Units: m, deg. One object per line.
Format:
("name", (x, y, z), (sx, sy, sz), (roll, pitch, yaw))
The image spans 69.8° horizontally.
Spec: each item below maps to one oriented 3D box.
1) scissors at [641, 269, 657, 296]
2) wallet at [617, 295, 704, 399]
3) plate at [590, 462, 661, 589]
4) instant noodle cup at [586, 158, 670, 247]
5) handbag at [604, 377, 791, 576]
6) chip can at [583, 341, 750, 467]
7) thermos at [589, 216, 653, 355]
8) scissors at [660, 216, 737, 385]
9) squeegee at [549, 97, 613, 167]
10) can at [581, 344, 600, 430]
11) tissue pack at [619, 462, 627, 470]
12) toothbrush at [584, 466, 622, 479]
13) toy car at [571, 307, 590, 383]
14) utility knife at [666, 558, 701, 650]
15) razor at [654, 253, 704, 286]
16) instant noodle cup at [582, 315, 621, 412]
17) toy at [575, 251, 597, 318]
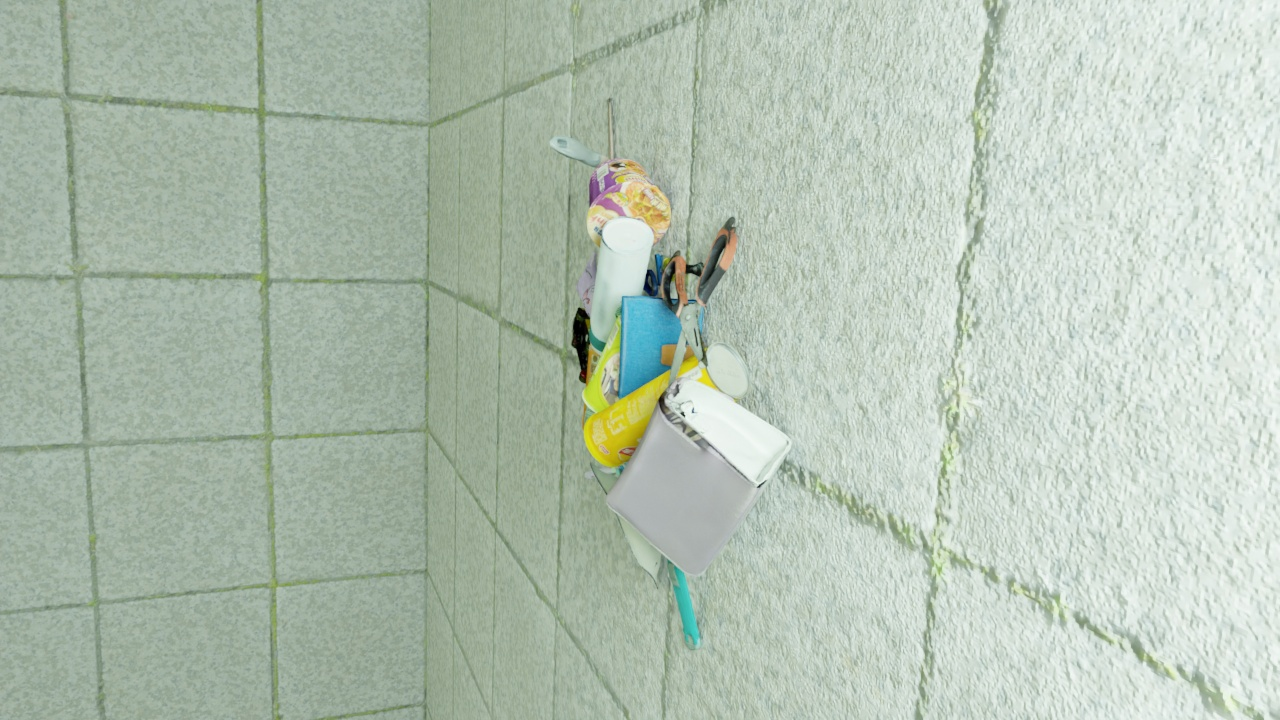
("scissors", (-0.001, -0.100, 1.283), (0.173, 0.012, 0.162), (-129, 37, -68))
("wallet", (0.025, -0.012, 1.133), (0.040, 0.106, 0.133), (-48, -38, -72))
("plate", (-0.010, 0.217, 1.239), (0.163, 0.034, 0.164), (61, 177, 31))
("instant noodle cup", (-0.022, -0.212, 1.232), (0.099, 0.111, 0.112), (-104, 23, -51))
("handbag", (0.058, 0.124, 0.999), (0.145, 0.098, 0.198), (33, 135, 9))
("chip can", (0.026, 0.054, 1.062), (0.214, 0.072, 0.072), (-33, 58, 39))
("thermos", (-0.029, -0.087, 1.235), (0.225, 0.073, 0.073), (102, 156, -51))
("scissors", (0.058, -0.066, 1.038), (0.227, 0.015, 0.189), (-64, 26, -4))
("squeegee", (-0.067, -0.280, 1.292), (0.249, 0.040, 0.247), (0, -91, -73))
("can", (-0.053, 0.040, 1.373), (0.058, 0.058, 0.146), (-138, 50, -61))
("tissue pack", (-0.005, 0.111, 1.265), (0.157, 0.052, 0.095), (-124, 39, -53))
("toothbrush", (-0.056, 0.178, 1.441), (0.021, 0.029, 0.189), (-55, 11, -19))
("toy car", (-0.081, -0.025, 1.458), (0.155, 0.041, 0.071), (-111, 29, -48))
("utility knife", (0.044, 0.266, 1.125), (0.029, 0.013, 0.223), (7, 116, 47))
("razor", (0.053, -0.115, 1.149), (0.143, 0.022, 0.043), (-166, 66, -68))
("instant noodle cup", (-0.007, 0.007, 1.210), (0.111, 0.111, 0.124), (55, 132, 54))
("toy", (-0.072, -0.108, 1.437), (0.084, 0.039, 0.108), (-63, 34, 39))
